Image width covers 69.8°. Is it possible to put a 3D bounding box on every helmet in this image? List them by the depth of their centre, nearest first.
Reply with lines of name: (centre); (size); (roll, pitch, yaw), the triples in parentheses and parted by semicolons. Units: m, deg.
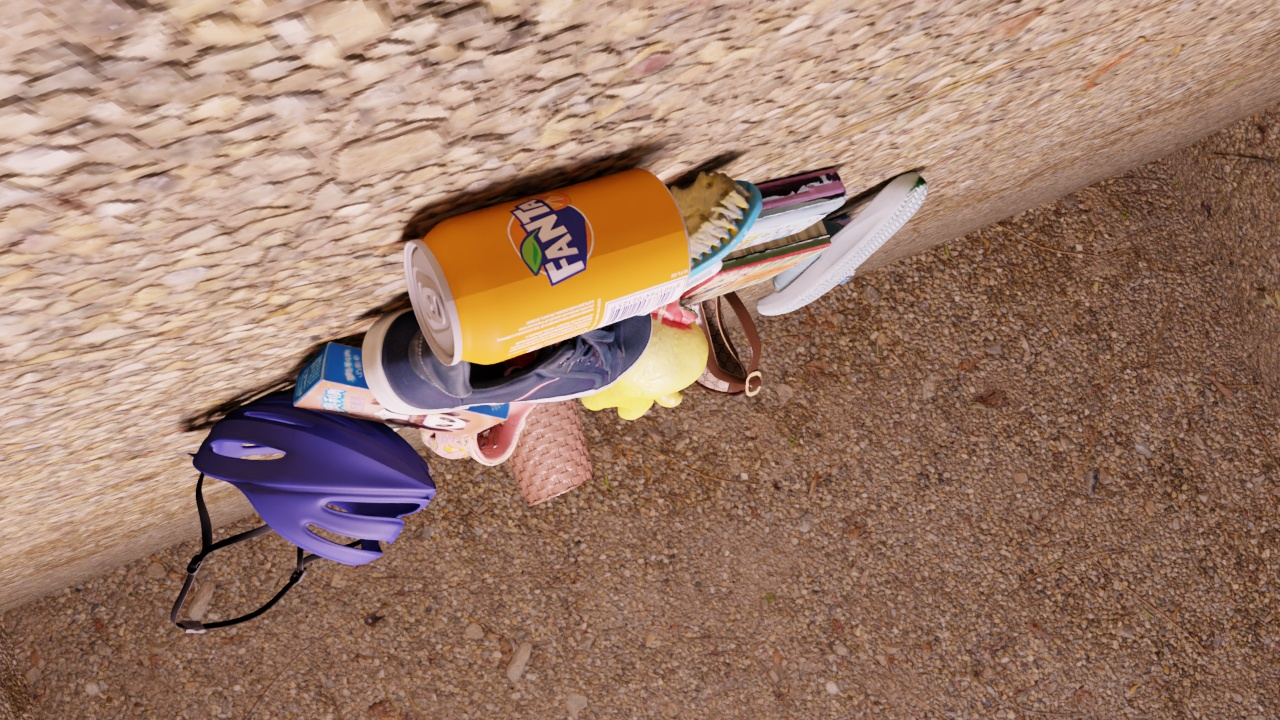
helmet: (-0.298, 0.140, 0.783); (0.242, 0.227, 0.147); (16, 170, 23)

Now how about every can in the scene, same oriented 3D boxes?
can: (-0.048, -0.051, 0.497); (0.142, 0.079, 0.079); (-20, 177, -25)

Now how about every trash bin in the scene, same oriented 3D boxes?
trash bin: (-0.157, 0.109, 1.463); (0.151, 0.210, 0.151); (-22, 178, -1)

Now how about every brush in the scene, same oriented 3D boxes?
brush: (0.027, -0.078, 0.627); (0.136, 0.055, 0.075); (-29, 153, 29)

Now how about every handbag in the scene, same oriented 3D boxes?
handbag: (0.099, -0.029, 1.148); (0.063, 0.166, 0.138); (-21, -166, -23)

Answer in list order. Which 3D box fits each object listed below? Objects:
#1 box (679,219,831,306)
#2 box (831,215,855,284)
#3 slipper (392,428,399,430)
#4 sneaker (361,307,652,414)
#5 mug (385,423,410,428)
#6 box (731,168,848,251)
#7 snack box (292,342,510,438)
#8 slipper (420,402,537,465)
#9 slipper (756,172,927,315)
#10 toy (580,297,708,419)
box: (0.099, -0.104, 0.960); (0.205, 0.050, 0.118); (-20, 178, -44)
box: (0.251, -0.134, 1.241); (0.085, 0.077, 0.230); (-22, 178, 8)
slipper: (-0.276, 0.051, 1.057); (0.115, 0.054, 0.272); (-24, -175, 15)
sneaker: (-0.060, -0.024, 0.710); (0.127, 0.120, 0.293); (-8, -177, 36)
mug: (-0.192, 0.017, 0.853); (0.104, 0.084, 0.111); (-11, -160, -18)
box: (0.080, -0.113, 0.745); (0.213, 0.036, 0.076); (-19, 177, -37)
snack box: (-0.190, 0.027, 0.737); (0.151, 0.034, 0.087); (15, 157, -30)
slipper: (-0.182, 0.080, 1.059); (0.093, 0.081, 0.198); (3, 155, -40)
slipper: (0.224, -0.139, 1.063); (0.103, 0.074, 0.246); (-20, 162, -49)
toy: (-0.006, 0.005, 0.929); (0.133, 0.092, 0.208); (13, 155, -11)
